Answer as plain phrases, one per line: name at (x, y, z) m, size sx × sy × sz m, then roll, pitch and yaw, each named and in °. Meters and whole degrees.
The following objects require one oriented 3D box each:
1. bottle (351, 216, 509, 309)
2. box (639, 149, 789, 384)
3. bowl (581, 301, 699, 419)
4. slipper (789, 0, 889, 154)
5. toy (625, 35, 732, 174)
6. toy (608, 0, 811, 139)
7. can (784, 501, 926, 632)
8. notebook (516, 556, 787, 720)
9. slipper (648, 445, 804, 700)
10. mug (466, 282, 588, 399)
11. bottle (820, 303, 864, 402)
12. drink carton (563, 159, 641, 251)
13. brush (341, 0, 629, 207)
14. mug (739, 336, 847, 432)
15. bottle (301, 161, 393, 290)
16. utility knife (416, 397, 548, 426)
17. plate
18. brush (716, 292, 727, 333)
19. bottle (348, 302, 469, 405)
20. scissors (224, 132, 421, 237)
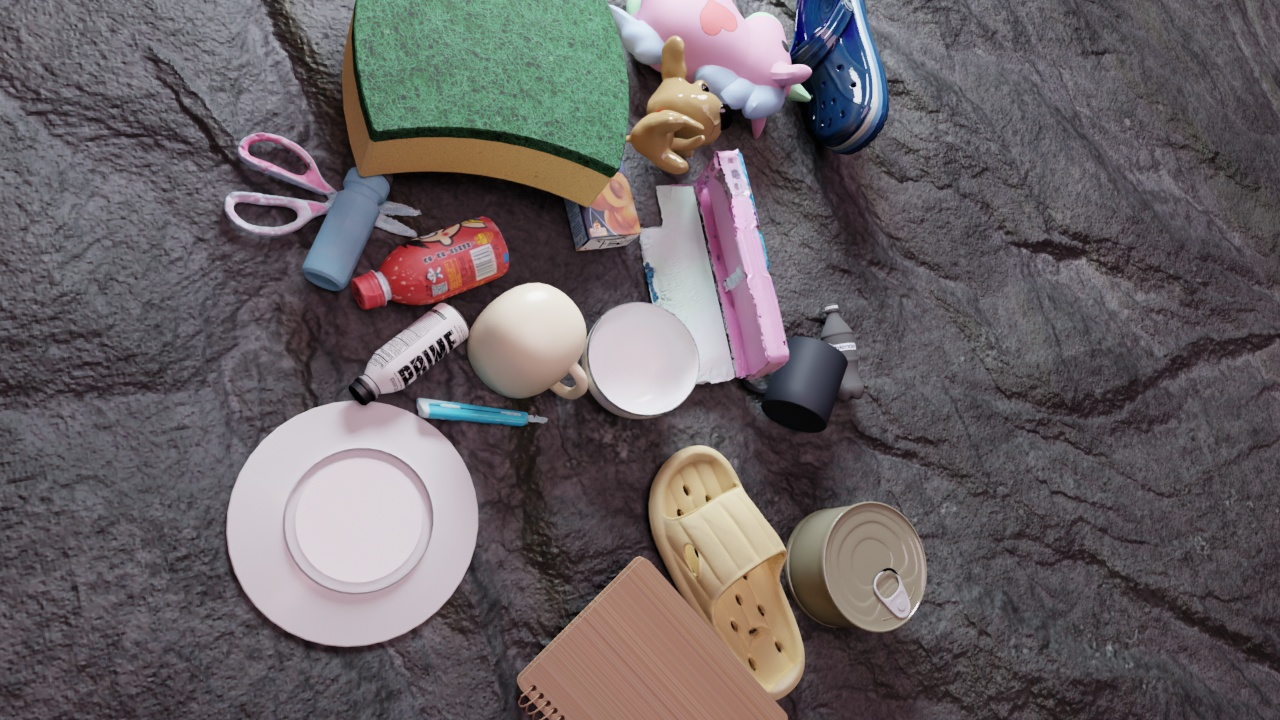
bottle at (-0.192, -0.083, 0.833) m, size 0.137 × 0.062 × 0.062 m, roll -25°, pitch 89°, yaw -28°
box at (0.067, -0.092, 0.933) m, size 0.105 × 0.087 × 0.230 m, roll -7°, pitch 76°, yaw -19°
bowl at (-0.005, 0.005, 0.894) m, size 0.113 × 0.063 × 0.113 m, roll 5°, pitch 74°, yaw -18°
slipper at (0.212, -0.351, 1.061) m, size 0.095 × 0.105 × 0.252 m, roll 9°, pitch 65°, yaw -31°
toy at (0.034, -0.242, 0.928) m, size 0.108 × 0.106 × 0.134 m, roll -54°, pitch 147°, yaw -41°
toy at (0.074, -0.335, 0.996) m, size 0.221 × 0.120 × 0.171 m, roll -9°, pitch 72°, yaw -27°
can at (0.220, 0.213, 0.945) m, size 0.127 × 0.073 × 0.127 m, roll 6°, pitch 75°, yaw -24°
notebook at (0.010, 0.313, 0.835) m, size 0.169 × 0.022 × 0.210 m, roll -43°, pitch 97°, yaw -14°
slipper at (0.094, 0.208, 0.888) m, size 0.111 × 0.079 × 0.261 m, roll -23°, pitch 88°, yaw -24°
mug at (-0.092, -0.012, 0.840) m, size 0.120 × 0.100 × 0.096 m, roll 47°, pitch 63°, yaw -8°
bottle at (0.222, -0.009, 1.020) m, size 0.036 × 0.036 × 0.110 m, roll -5°, pitch 80°, yaw -26°
drink carton at (-0.048, -0.181, 0.935) m, size 0.064 × 0.040 × 0.130 m, roll -10°, pitch 82°, yaw -27°
brush at (-0.140, -0.258, 0.844) m, size 0.249 × 0.075 × 0.194 m, roll 4°, pitch 70°, yaw -25°
mug at (0.158, 0.020, 0.973) m, size 0.105 × 0.071 × 0.077 m, roll 20°, pitch 68°, yaw 9°
bottle at (-0.256, -0.126, 0.814) m, size 0.040 × 0.040 × 0.129 m, roll 25°, pitch 70°, yaw -18°
utility knife at (-0.145, 0.049, 0.850) m, size 0.124 × 0.015 × 0.022 m, roll 7°, pitch 33°, yaw -26°
plate at (-0.240, 0.136, 0.784) m, size 0.208 × 0.015 × 0.208 m, roll 6°, pitch 75°, yaw -23°
brush at (0.089, -0.046, 0.982) m, size 0.039 × 0.012 × 0.151 m, roll 33°, pitch 67°, yaw -14°
bottle at (-0.208, -0.003, 0.818) m, size 0.115 × 0.041 × 0.041 m, roll -43°, pitch 97°, yaw -27°
scissors at (-0.285, -0.131, 0.831) m, size 0.179 × 0.016 × 0.105 m, roll 24°, pitch 69°, yaw -22°
